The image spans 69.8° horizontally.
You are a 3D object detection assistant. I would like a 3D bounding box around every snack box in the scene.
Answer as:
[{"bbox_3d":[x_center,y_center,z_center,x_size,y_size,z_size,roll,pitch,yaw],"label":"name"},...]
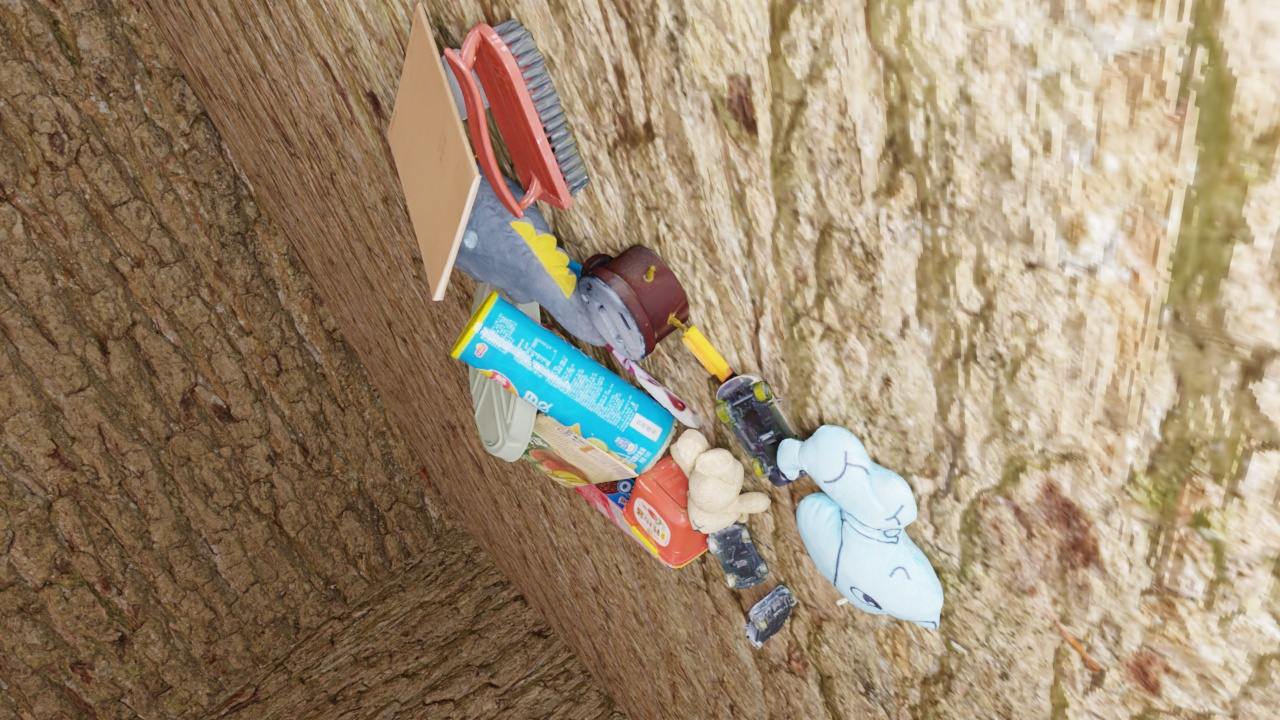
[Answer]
[{"bbox_3d":[-0.075,0.081,1.009,0.114,0.063,0.241,35,159,-12],"label":"snack box"},{"bbox_3d":[-0.012,0.169,1.102,0.207,0.057,0.058,31,148,48],"label":"snack box"},{"bbox_3d":[0.036,0.149,0.936,0.091,0.081,0.080,42,144,29],"label":"snack box"}]

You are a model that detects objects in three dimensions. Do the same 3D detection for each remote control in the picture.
[{"bbox_3d":[-0.174,-0.244,0.832,0.056,0.020,0.136,60,159,-19],"label":"remote control"}]

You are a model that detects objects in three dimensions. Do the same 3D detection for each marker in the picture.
[{"bbox_3d":[0.076,0.023,0.717,0.124,0.015,0.018,50,165,6],"label":"marker"}]

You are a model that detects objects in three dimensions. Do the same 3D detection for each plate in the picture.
[{"bbox_3d":[-0.152,-0.005,0.993,0.230,0.027,0.230,180,90,-66],"label":"plate"}]

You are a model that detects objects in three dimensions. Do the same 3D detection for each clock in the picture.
[{"bbox_3d":[-0.011,-0.048,0.736,0.082,0.055,0.122,60,161,-19],"label":"clock"}]

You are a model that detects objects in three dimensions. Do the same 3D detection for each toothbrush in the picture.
[{"bbox_3d":[-0.005,0.005,0.874,0.187,0.016,0.017,41,147,33],"label":"toothbrush"}]

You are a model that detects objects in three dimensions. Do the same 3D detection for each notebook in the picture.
[{"bbox_3d":[-0.182,-0.180,0.792,0.150,0.012,0.211,-58,45,47],"label":"notebook"}]

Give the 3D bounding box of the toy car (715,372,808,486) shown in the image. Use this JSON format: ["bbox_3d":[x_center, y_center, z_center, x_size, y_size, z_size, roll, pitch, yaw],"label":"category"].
[{"bbox_3d":[0.092,0.049,0.681,0.090,0.042,0.035,55,-156,-8],"label":"toy car"}]

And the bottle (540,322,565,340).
[{"bbox_3d":[-0.113,-0.011,1.018,0.063,0.063,0.108,57,161,-10],"label":"bottle"}]

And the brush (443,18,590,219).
[{"bbox_3d":[-0.096,-0.180,0.687,0.063,0.069,0.146,32,151,45],"label":"brush"}]

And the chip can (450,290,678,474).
[{"bbox_3d":[-0.068,0.023,0.851,0.210,0.071,0.071,34,165,-14],"label":"chip can"}]

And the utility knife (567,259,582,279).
[{"bbox_3d":[-0.063,-0.079,0.860,0.161,0.018,0.034,30,136,47],"label":"utility knife"}]

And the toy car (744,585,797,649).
[{"bbox_3d":[0.130,0.261,0.940,0.031,0.048,0.106,48,160,28],"label":"toy car"}]

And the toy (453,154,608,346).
[{"bbox_3d":[-0.150,-0.127,0.875,0.356,0.091,0.138,36,163,44],"label":"toy"}]

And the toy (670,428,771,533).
[{"bbox_3d":[0.063,0.109,0.814,0.105,0.066,0.157,26,158,22],"label":"toy"}]

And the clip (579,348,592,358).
[{"bbox_3d":[-0.059,0.027,1.014,0.070,0.034,0.100,39,164,35],"label":"clip"}]

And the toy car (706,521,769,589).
[{"bbox_3d":[0.097,0.190,0.913,0.034,0.043,0.090,-94,-21,-55],"label":"toy car"}]

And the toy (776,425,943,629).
[{"bbox_3d":[0.154,0.123,0.648,0.161,0.049,0.157,39,147,17],"label":"toy"}]
